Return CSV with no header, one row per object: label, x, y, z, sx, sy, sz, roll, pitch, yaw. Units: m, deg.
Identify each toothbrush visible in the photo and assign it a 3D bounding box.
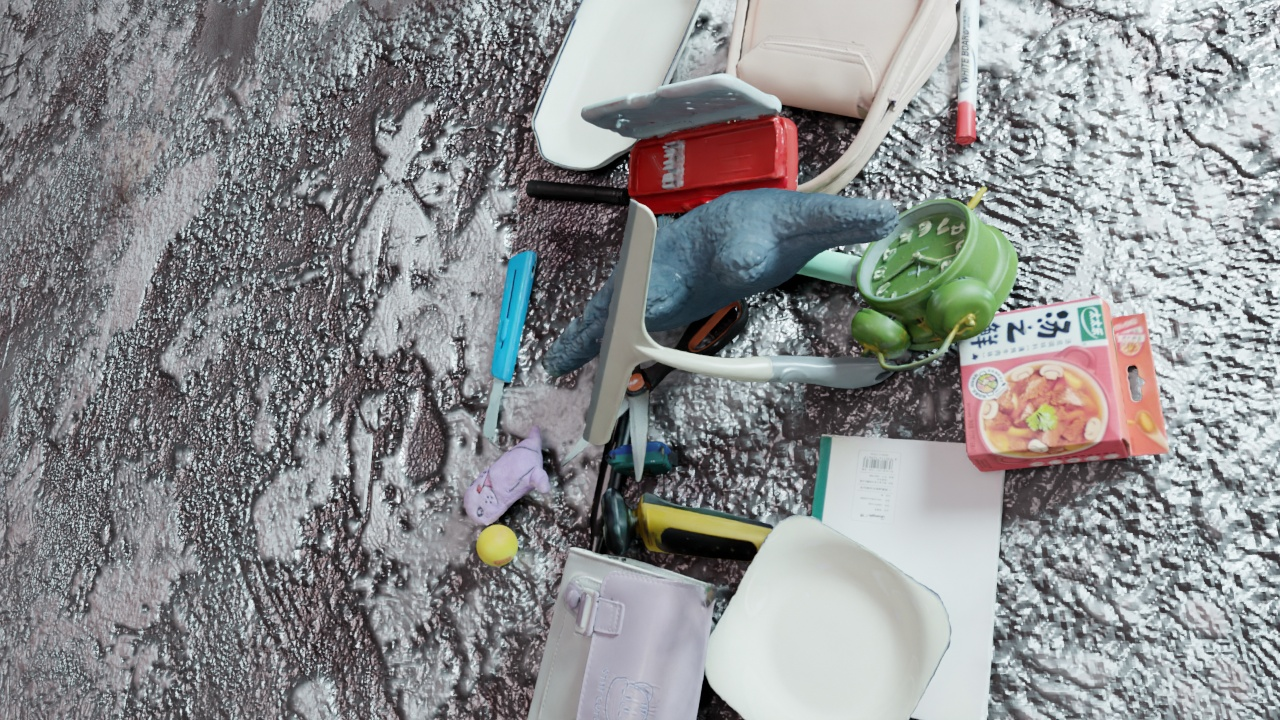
toothbrush,0.105,-0.103,0.849,0.225,0.026,0.027,18,122,35
toothbrush,-0.033,0.142,0.857,0.026,0.027,0.212,153,129,-74

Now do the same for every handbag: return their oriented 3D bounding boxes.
handbag,-0.018,0.264,0.747,0.145,0.098,0.197,2,76,48
handbag,0.160,-0.253,0.832,0.193,0.093,0.234,22,92,34

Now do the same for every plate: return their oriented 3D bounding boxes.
plate,-0.020,-0.322,0.991,0.162,0.034,0.265,20,86,35
plate,0.141,0.218,0.703,0.164,0.034,0.163,31,92,37

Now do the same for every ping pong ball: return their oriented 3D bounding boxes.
ping pong ball,-0.140,0.182,0.900,0.040,0.040,0.040,-10,69,29

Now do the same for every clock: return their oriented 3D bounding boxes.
clock,0.221,-0.057,0.707,0.116,0.056,0.160,-20,41,45

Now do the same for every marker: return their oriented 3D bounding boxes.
marker,0.283,-0.255,0.793,0.017,0.017,0.145,-2,74,31
marker,-0.069,-0.180,0.984,0.132,0.022,0.020,12,125,34

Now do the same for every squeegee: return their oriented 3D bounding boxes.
squeegee,0.091,0.003,0.732,0.039,0.246,0.247,-93,13,-48

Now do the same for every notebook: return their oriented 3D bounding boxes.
notebook,0.198,0.163,0.713,0.151,0.012,0.209,1,75,33

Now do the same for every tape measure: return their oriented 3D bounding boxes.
tape measure,0.003,0.092,0.832,0.058,0.054,0.025,-7,70,20

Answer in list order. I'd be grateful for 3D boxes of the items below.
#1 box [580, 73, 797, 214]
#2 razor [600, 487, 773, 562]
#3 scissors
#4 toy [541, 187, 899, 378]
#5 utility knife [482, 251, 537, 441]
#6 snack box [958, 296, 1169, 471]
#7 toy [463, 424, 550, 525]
box,0.037,-0.193,0.835,0.202,0.099,0.112,5,98,49
razor,0.039,0.149,0.791,0.168,0.067,0.062,4,116,26
scissors,0.008,0.003,0.847,0.231,0.022,0.220,-29,48,7
toy,0.056,-0.077,0.787,0.357,0.091,0.137,-24,26,32
utility knife,-0.143,-0.016,0.980,0.034,0.018,0.209,2,77,32
snack box,0.303,0.016,0.667,0.127,0.044,0.113,-11,60,29
toy,-0.133,0.124,0.913,0.108,0.039,0.083,-36,43,17
